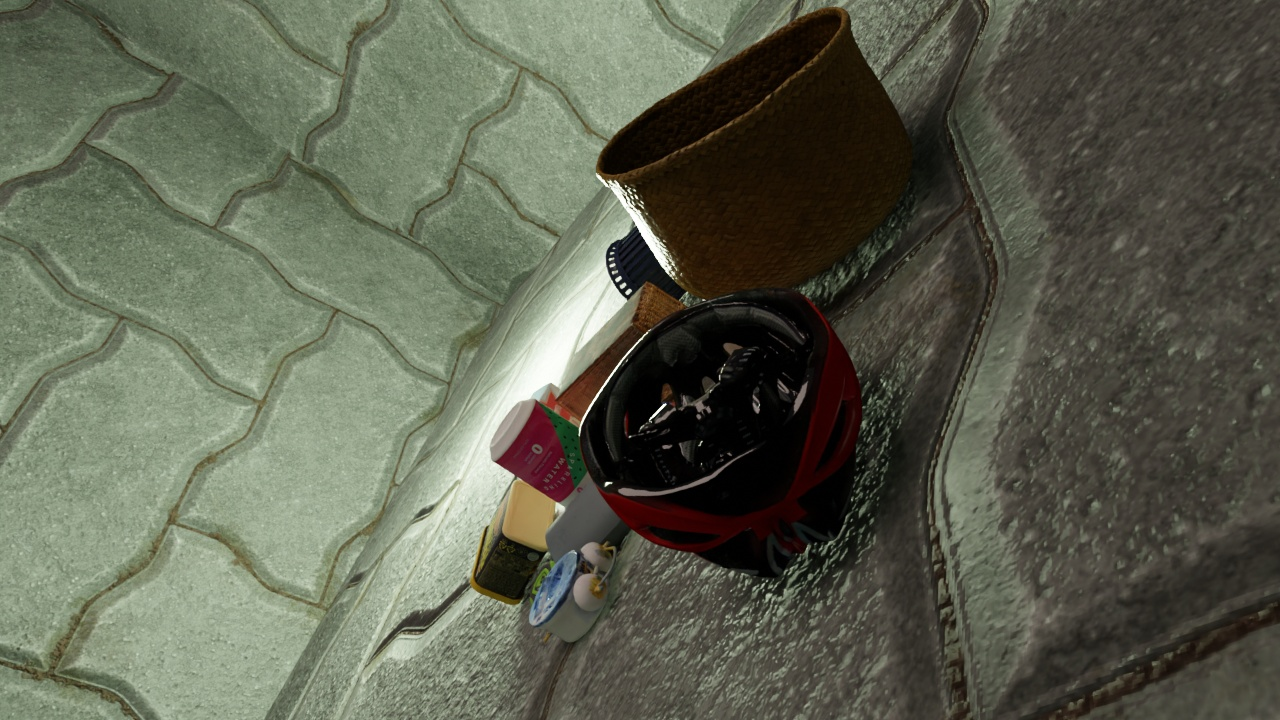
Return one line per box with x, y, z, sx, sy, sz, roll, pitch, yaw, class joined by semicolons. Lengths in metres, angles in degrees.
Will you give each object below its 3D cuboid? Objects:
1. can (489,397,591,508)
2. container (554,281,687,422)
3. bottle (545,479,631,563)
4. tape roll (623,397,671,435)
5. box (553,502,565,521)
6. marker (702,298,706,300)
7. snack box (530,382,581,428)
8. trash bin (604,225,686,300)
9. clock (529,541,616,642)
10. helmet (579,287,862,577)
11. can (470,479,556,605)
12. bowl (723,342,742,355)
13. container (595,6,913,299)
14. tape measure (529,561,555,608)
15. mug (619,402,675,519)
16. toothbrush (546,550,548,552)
-0.093;0.121;1.092;0.088;0.166;0.088;-50;15;18;can
-0.007;0.007;1.190;0.199;0.112;0.113;-44;18;34;container
-0.039;0.168;1.023;0.161;0.046;0.072;-49;50;21;bottle
0.002;0.078;1.095;0.093;0.016;0.091;-23;14;0;tape roll
-0.073;0.143;1.282;0.127;0.023;0.209;-52;13;18;box
0.097;-0.071;1.224;0.021;0.017;0.123;-52;13;10;marker
-0.138;0.103;1.433;0.080;0.094;0.092;-30;27;59;snack box
0.075;-0.190;1.331;0.250;0.139;0.139;-41;20;40;trash bin
-0.066;0.240;0.963;0.126;0.052;0.088;-48;15;26;clock
0.065;0.047;0.721;0.217;0.167;0.271;-33;29;7;helmet
-0.165;0.237;1.212;0.101;0.072;0.130;-60;13;24;can
0.111;-0.038;1.025;0.105;0.054;0.104;-52;13;17;bowl
0.125;-0.202;0.959;0.307;0.196;0.306;-31;21;13;container
-0.100;0.264;1.060;0.066;0.036;0.058;-28;39;54;tape measure
0.032;0.103;0.864;0.117;0.081;0.110;-9;37;18;mug
-0.128;0.218;1.298;0.018;0.015;0.181;-57;13;15;toothbrush
